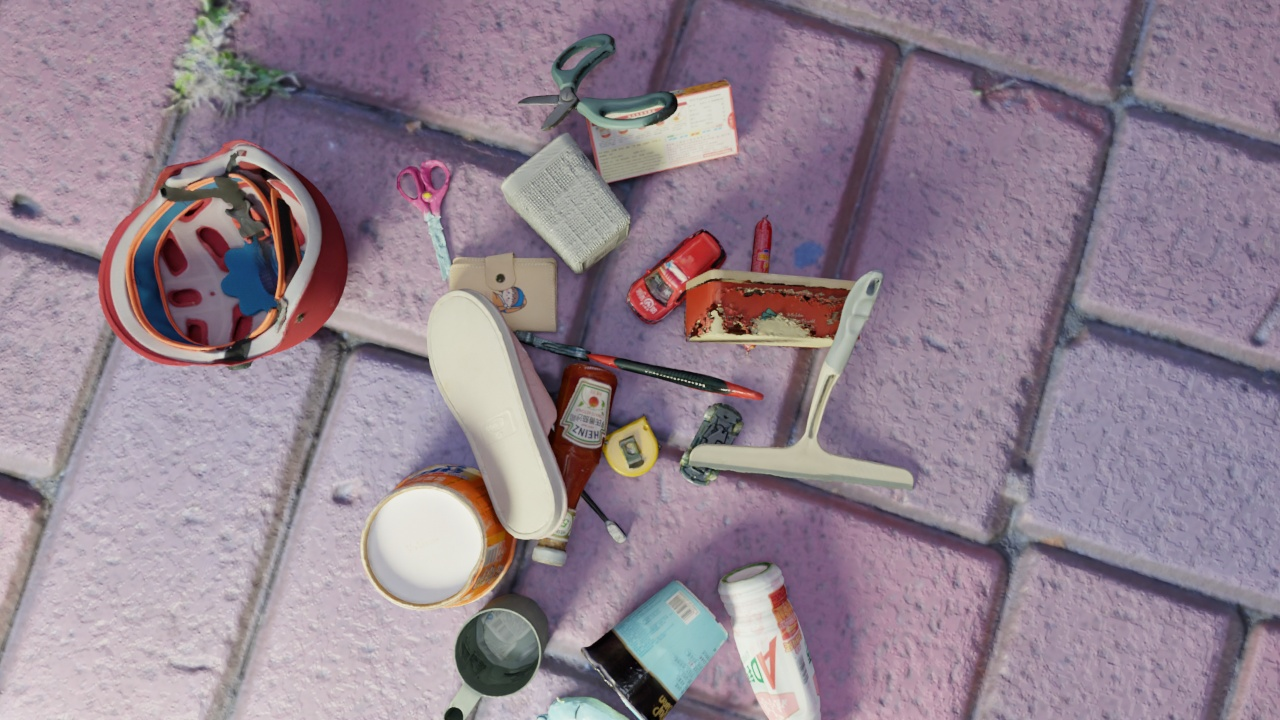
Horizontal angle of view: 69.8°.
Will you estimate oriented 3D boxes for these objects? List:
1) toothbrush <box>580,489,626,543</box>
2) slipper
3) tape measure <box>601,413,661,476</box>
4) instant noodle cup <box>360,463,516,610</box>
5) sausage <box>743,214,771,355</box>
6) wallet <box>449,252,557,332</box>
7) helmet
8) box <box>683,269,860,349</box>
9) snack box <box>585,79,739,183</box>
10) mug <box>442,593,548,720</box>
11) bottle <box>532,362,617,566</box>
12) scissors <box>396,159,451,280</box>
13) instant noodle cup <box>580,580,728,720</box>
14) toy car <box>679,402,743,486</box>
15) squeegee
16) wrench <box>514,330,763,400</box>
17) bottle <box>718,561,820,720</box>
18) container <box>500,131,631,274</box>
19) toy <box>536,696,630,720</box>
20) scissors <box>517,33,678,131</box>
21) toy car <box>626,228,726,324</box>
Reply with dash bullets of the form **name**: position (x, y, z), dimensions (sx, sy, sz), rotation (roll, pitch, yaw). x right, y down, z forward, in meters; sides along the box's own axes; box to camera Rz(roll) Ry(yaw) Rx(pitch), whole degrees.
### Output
- **toothbrush**: position (-0.077, 0.124, 0.974), dimensions (0.015, 0.018, 0.181), rotation (-42, 85, -1)
- **slipper**: position (-0.140, 0.050, 0.933), dimensions (0.114, 0.054, 0.274), rotation (-34, 73, 28)
- **tape measure**: position (-0.009, 0.094, 0.969), dimensions (0.060, 0.029, 0.057), rotation (-27, 86, -2)
- **instant noodle cup**: position (-0.206, 0.180, 0.920), dimensions (0.151, 0.111, 0.151), rotation (0, 85, 0)
- **sausage**: position (0.127, -0.082, 0.991), dimensions (0.020, 0.020, 0.155), rotation (7, 85, 1)
- **wallet**: position (-0.148, -0.073, 0.988), dimensions (0.115, 0.024, 0.087), rotation (-1, 83, 1)
- **helmet**: position (-0.403, -0.093, 0.934), dimensions (0.240, 0.143, 0.207), rotation (-22, 84, 12)
- **box**: position (0.134, -0.042, 0.933), dimensions (0.168, 0.091, 0.079), rotation (2, 85, -17)
- **snack box**: position (0.024, -0.244, 0.982), dimensions (0.156, 0.027, 0.077), rotation (-13, 123, -1)
- **mug**: position (-0.147, 0.296, 0.914), dimensions (0.083, 0.103, 0.124), rotation (35, 86, 3)
- **bottle**: position (-0.072, 0.106, 0.941), dimensions (0.060, 0.060, 0.205), rotation (12, 78, 1)
- **scissors**: position (-0.229, -0.151, 1.001), dimensions (0.063, 0.017, 0.135), rotation (-11, 88, -1)
- **instant noodle cup**: position (0.021, 0.289, 0.920), dimensions (0.120, 0.111, 0.111), rotation (-42, 86, -13)
- **toy car**: position (0.074, 0.088, 0.967), dimensions (0.043, 0.034, 0.090), rotation (27, 85, 5)
- **squeegee**: position (0.191, 0.013, 0.910), dimensions (0.246, 0.039, 0.247), rotation (7, 122, -8)
- **wrench**: position (-0.006, 0.005, 0.931), dimensions (0.274, 0.056, 0.016), rotation (14, 86, 21)
- **bottle**: position (0.140, 0.308, 0.934), dimensions (0.068, 0.068, 0.197), rotation (-19, 89, -2)
- **container**: position (-0.073, -0.160, 0.964), dimensions (0.090, 0.090, 0.114), rotation (-40, 89, -3)
- **toy**: position (-0.029, 0.385, 0.915), dimensions (0.162, 0.049, 0.156), rotation (-11, 117, 32)
- **scissors**: position (-0.034, -0.289, 0.963), dimensions (0.170, 0.019, 0.173), rotation (12, 53, 16)
- **toy car**: position (0.038, -0.091, 0.980), dimensions (0.120, 0.045, 0.053), rotation (-43, 85, -1)
